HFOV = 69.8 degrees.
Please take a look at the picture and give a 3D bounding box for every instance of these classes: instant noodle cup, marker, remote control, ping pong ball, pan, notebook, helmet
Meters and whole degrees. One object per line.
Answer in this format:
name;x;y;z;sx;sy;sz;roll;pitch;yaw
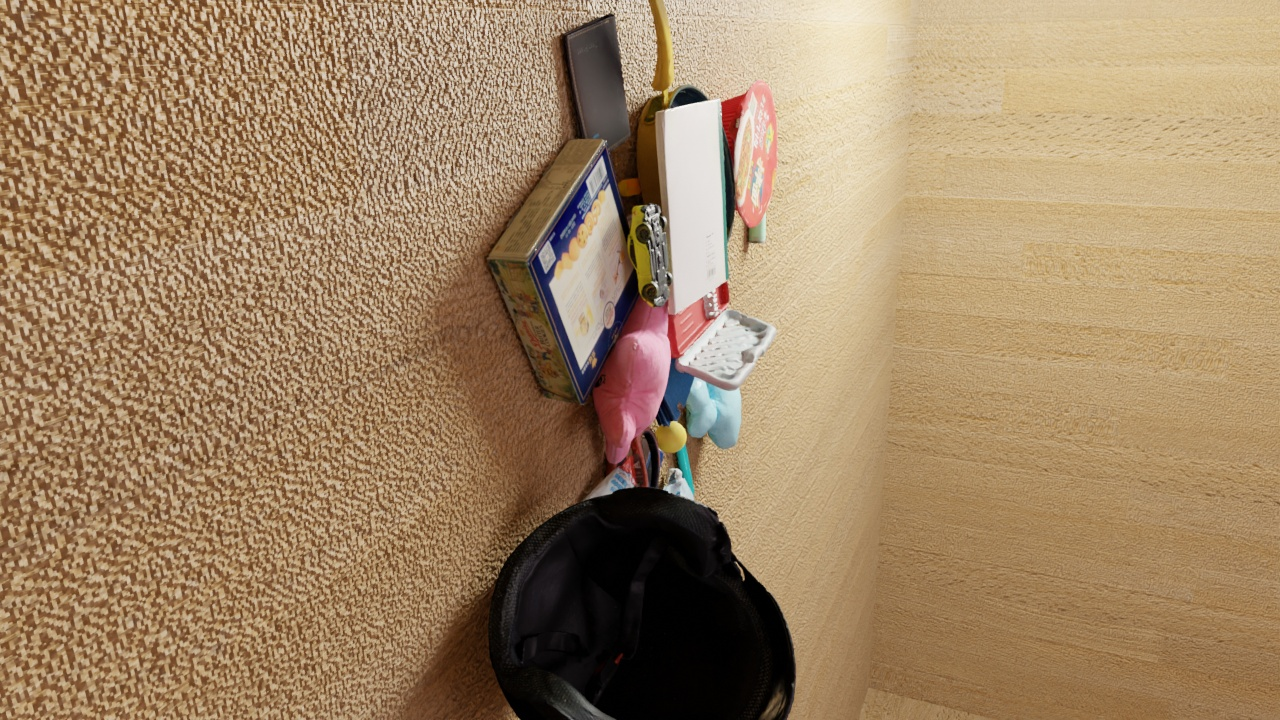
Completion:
instant noodle cup;0.130;-0.278;1.234;0.193;0.066;0.194;8;90;-68
marker;0.001;-0.196;1.024;0.123;0.015;0.018;-34;122;-64
remote control;-0.001;0.158;1.110;0.049;0.024;0.124;50;52;-60
ping pong ball;0.038;0.097;1.161;0.040;0.040;0.040;8;90;-67
pan;0.040;-0.267;1.002;0.357;0.078;0.197;58;38;-42
notebook;0.061;-0.170;0.992;0.150;0.012;0.209;-35;125;-56
helmet;-0.005;0.257;0.831;0.232;0.275;0.231;-59;175;-28

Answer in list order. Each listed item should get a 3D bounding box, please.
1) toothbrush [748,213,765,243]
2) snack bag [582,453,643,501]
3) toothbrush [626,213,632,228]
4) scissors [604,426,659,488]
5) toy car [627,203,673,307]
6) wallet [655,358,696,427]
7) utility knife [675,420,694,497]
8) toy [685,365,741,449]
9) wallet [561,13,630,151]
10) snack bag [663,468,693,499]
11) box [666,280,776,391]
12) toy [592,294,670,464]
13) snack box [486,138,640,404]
toothbrush;0.178;-0.288;1.395;0.027;0.026;0.225;-129;-146;-65
snack bag;-0.036;0.147;1.000;0.104;0.026;0.048;-40;135;-33
toothbrush;0.007;-0.170;1.038;0.021;0.029;0.188;-48;178;35
scissors;-0.004;0.185;1.068;0.192;0.015;0.206;38;62;-44
toy car;0.008;-0.104;0.922;0.048;0.032;0.105;-42;128;-60
wallet;0.037;0.001;1.134;0.132;0.040;0.106;-66;146;-40
utility knife;0.057;0.133;1.251;0.029;0.013;0.180;-64;152;-43
toy;0.105;0.065;1.300;0.155;0.050;0.161;-38;123;-49
wallet;-0.042;-0.266;0.897;0.096;0.020;0.122;-51;139;-51
snack bag;0.031;0.237;1.195;0.110;0.039;0.190;61;40;-39
box;0.086;-0.043;1.121;0.154;0.074;0.200;51;32;-3
toy;-0.006;0.006;0.968;0.179;0.074;0.194;104;-1;-71
snack box;-0.062;-0.084;0.868;0.183;0.046;0.177;74;31;-43
